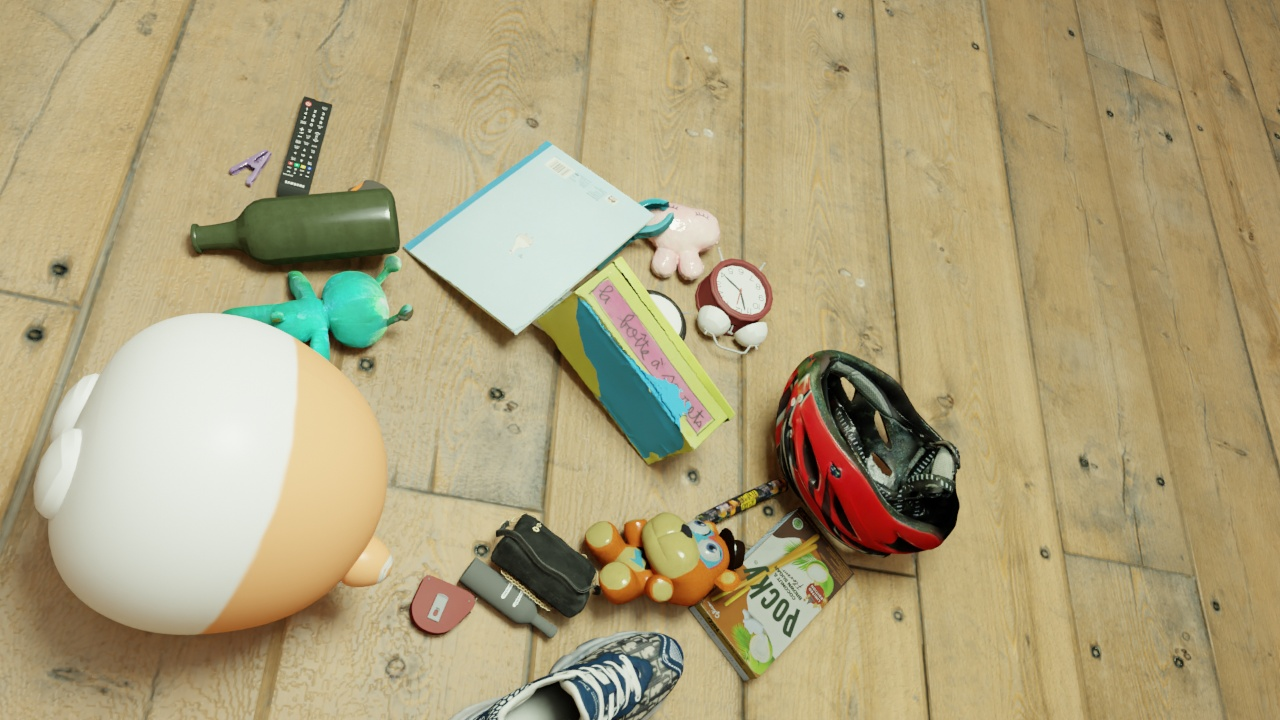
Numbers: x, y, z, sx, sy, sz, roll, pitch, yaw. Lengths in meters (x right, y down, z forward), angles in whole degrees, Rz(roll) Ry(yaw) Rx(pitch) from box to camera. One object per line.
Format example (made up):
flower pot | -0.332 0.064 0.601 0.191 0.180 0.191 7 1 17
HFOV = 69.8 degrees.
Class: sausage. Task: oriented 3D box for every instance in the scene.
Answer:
sausage | 0.122 0.170 1.096 0.155 0.020 0.020 -19 76 -30

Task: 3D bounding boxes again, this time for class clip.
clip | -0.438 -0.218 1.027 0.045 0.014 0.050 12 66 -16
clip | -0.012 -0.160 1.155 0.120 0.027 0.103 -24 78 -2

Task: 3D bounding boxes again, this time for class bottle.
bottle | -0.366 -0.140 0.979 0.206 0.072 0.071 -7 70 -10
bottle | -0.132 0.247 0.939 0.113 0.030 0.030 38 57 -4

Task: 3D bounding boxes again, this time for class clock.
clock | 0.008 -0.045 1.128 0.122 0.044 0.091 18 61 -16
clock | 0.122 -0.073 1.189 0.096 0.048 0.137 16 60 -17

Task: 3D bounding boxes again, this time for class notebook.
notebook | -0.129 -0.156 1.103 0.181 0.009 0.252 37 59 15

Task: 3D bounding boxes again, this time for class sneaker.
sneaker | -0.058 0.329 0.875 0.268 0.133 0.103 -16 73 -30

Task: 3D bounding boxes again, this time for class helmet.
helmet | 0.263 0.112 1.092 0.272 0.167 0.216 50 37 -7

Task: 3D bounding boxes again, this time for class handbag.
handbag | -0.094 0.208 0.955 0.128 0.054 0.079 39 26 -5

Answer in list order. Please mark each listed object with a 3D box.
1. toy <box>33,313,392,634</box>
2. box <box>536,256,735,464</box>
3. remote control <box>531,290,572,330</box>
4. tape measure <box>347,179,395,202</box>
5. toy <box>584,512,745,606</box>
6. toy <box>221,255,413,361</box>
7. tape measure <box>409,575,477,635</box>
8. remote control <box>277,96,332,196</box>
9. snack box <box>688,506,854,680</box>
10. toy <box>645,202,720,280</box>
toy | -0.347 0.103 0.783 0.280 0.266 0.262 24 25 -33
box | -0.006 0.006 1.036 0.079 0.125 0.221 -42 96 -30
remote control | -0.111 -0.067 1.094 0.114 0.028 0.060 37 57 -4
tape measure | -0.311 -0.173 1.050 0.058 0.038 0.058 14 76 -18
toy | 0.030 0.216 0.991 0.176 0.096 0.112 8 32 -26
toy | -0.336 -0.048 0.964 0.193 0.073 0.130 -18 76 -20
tape measure | -0.199 0.248 0.915 0.059 0.019 0.051 27 59 -11
remote control | -0.387 -0.246 1.060 0.033 0.015 0.146 13 63 -18
snack box | 0.154 0.265 1.059 0.185 0.032 0.101 -35 84 -32
toy | 0.050 -0.155 1.195 0.108 0.053 0.105 7 77 -12
